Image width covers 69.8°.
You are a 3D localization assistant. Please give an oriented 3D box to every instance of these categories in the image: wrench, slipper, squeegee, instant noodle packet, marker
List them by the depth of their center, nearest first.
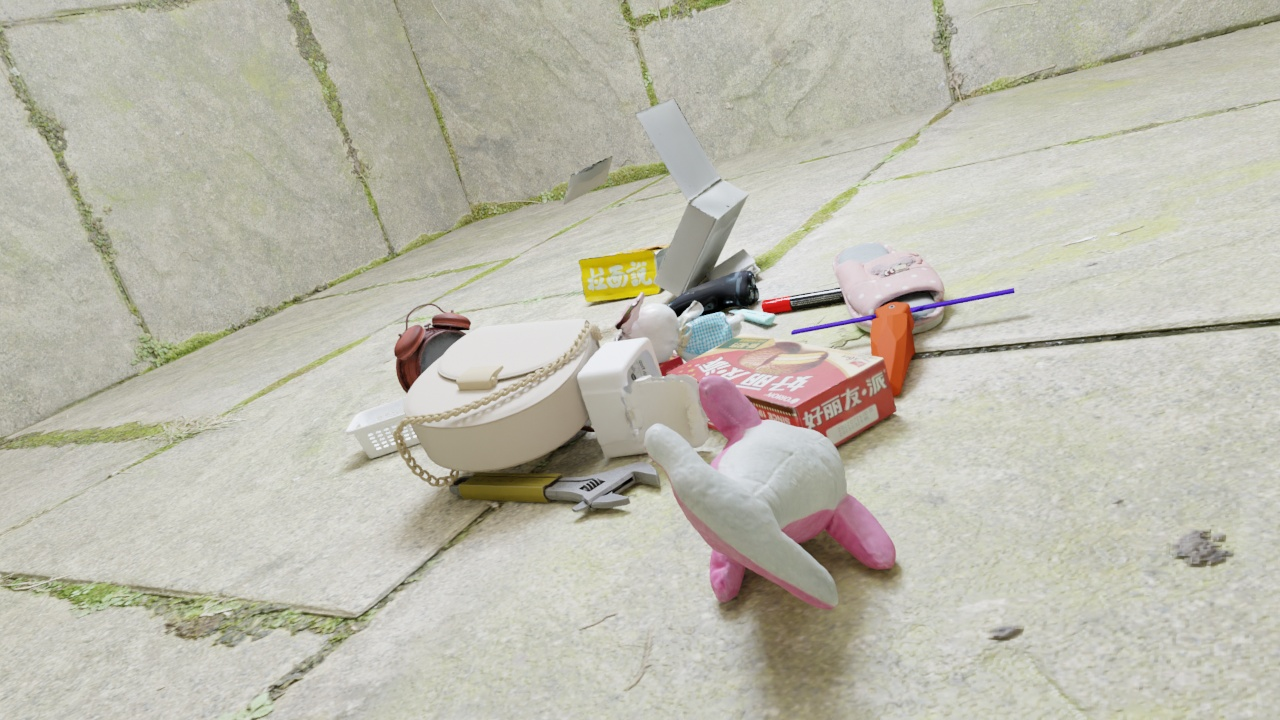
[{"bbox_3d":[-0.099,0.129,0.943,0.274,0.018,0.083,-4,22,39],"label":"wrench"},{"bbox_3d":[0.268,-0.020,0.973,0.250,0.055,0.184,-11,29,24],"label":"squeegee"},{"bbox_3d":[0.304,-0.105,1.156,0.114,0.054,0.274,-15,25,3],"label":"slipper"},{"bbox_3d":[0.238,-0.084,1.260,0.145,0.021,0.023,-8,-9,30],"label":"marker"},{"bbox_3d":[0.009,-0.183,1.733,0.163,0.084,0.221,-6,14,30],"label":"instant noodle packet"}]

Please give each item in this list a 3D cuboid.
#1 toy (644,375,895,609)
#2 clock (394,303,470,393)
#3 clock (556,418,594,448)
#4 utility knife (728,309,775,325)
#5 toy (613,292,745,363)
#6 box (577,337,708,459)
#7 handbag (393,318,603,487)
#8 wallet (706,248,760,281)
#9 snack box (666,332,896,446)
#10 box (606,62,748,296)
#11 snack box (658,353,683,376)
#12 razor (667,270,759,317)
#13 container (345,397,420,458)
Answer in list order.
[{"bbox_3d":[0.082,0.109,0.655,0.128,0.186,0.265,-52,-16,14],"label":"toy"},{"bbox_3d":[-0.294,-0.006,1.335,0.120,0.158,0.072,-29,14,-31],"label":"clock"},{"bbox_3d":[-0.123,0.068,1.093,0.148,0.056,0.103,-14,21,10],"label":"clock"},{"bbox_3d":[0.155,-0.062,1.293,0.022,0.015,0.129,-24,14,-14],"label":"utility knife"},{"bbox_3d":[0.041,-0.040,1.145,0.205,0.131,0.106,-9,27,-30],"label":"toy"},{"bbox_3d":[0.017,0.038,0.956,0.137,0.109,0.123,-11,20,25],"label":"box"},{"bbox_3d":[-0.147,0.039,1.020,0.211,0.103,0.208,-3,33,28],"label":"handbag"},{"bbox_3d":[0.154,-0.145,1.531,0.086,0.032,0.116,-27,17,9],"label":"wallet"},{"bbox_3d":[0.135,0.031,0.936,0.113,0.060,0.237,-27,18,-22],"label":"snack box"},{"bbox_3d":[0.074,-0.297,1.506,0.150,0.369,0.166,-6,20,27],"label":"box"},{"bbox_3d":[-0.007,0.007,1.225,0.089,0.021,0.133,-23,18,-17],"label":"snack box"},{"bbox_3d":[0.108,-0.088,1.362,0.140,0.053,0.063,-21,25,-1],"label":"razor"},{"bbox_3d":[-0.328,0.088,1.257,0.129,0.049,0.080,-18,17,0],"label":"container"}]
